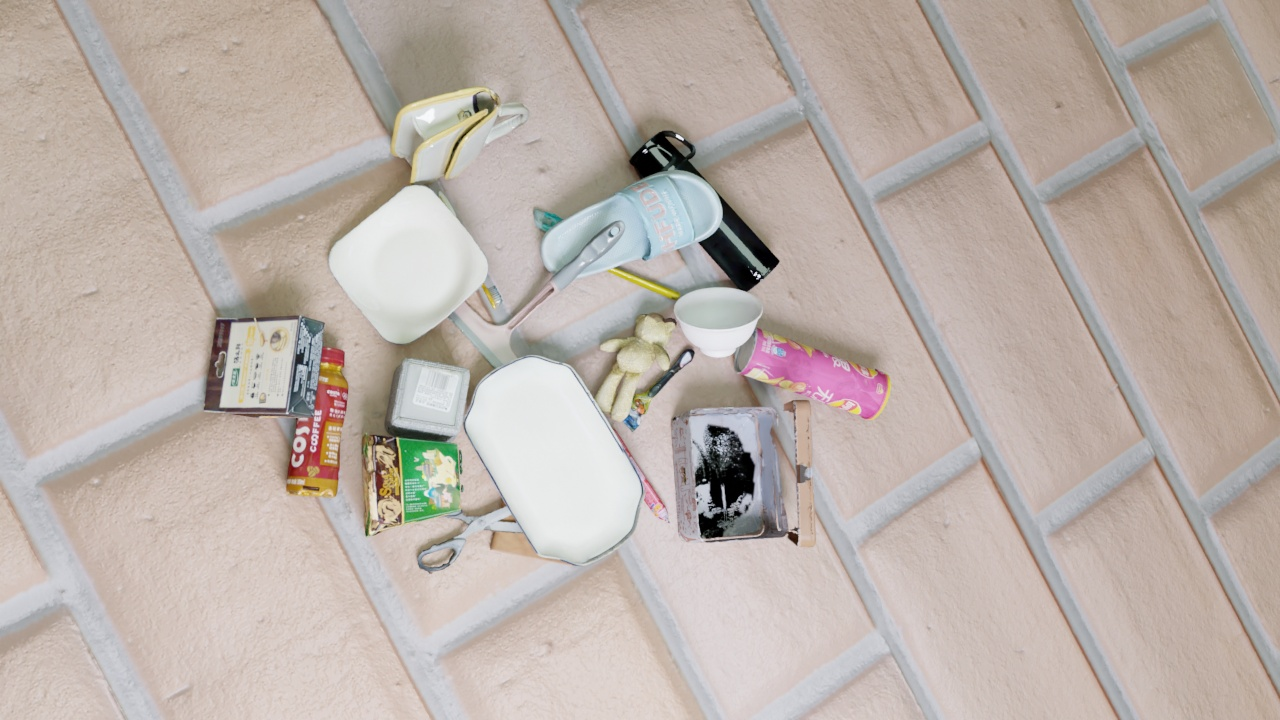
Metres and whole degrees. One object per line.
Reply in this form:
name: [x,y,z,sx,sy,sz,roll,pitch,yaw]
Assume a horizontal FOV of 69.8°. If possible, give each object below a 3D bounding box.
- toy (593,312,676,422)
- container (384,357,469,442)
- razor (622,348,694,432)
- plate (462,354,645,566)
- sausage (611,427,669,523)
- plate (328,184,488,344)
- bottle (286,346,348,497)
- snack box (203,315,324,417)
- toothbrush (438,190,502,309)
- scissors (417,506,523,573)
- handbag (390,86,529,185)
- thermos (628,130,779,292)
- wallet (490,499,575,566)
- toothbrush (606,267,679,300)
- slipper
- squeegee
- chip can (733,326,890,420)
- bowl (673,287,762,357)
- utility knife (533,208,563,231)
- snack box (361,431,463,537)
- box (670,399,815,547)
toy: [-0.007,0.007,1.203,0.157,0.105,0.066,-62,144,-19]
container: [-0.253,0.047,1.093,0.090,0.114,0.090,10,79,-15]
razor: [0.025,0.033,1.230,0.142,0.022,0.042,-44,97,-18]
plate: [-0.107,0.123,1.135,0.161,0.034,0.265,-31,86,-19]
sausage: [-0.006,0.150,1.204,0.020,0.020,0.156,-33,92,-19]
plate: [-0.283,-0.115,1.133,0.164,0.034,0.163,-39,82,-3]
bottle: [-0.378,0.072,1.081,0.057,0.057,0.174,6,80,-16]
snack box: [-0.432,0.008,1.058,0.126,0.053,0.113,-1,79,27]
toothbrush: [-0.215,-0.143,1.152,0.018,0.016,0.191,-25,67,-9]
scissors: [-0.202,0.201,1.124,0.175,0.014,0.159,34,79,1]
handbag: [-0.211,-0.280,1.131,0.178,0.164,0.063,-25,91,-20]
thermos: [0.095,-0.211,1.263,0.089,0.068,0.242,-43,95,-18]
wallet: [-0.124,0.201,1.161,0.115,0.020,0.101,14,80,-17]
toothbrush: [-0.033,-0.124,1.239,0.190,0.016,0.016,22,69,-13]
slipper: [-0.012,-0.174,1.187,0.245,0.074,0.104,-22,100,-4]
squeegee: [-0.112,-0.092,1.168,0.250,0.040,0.247,-41,95,11]
chip can: [0.237,0.018,1.270,0.210,0.071,0.071,19,77,-14]
bowl: [0.105,-0.044,1.235,0.118,0.118,0.065,-16,124,-19]
utility knife: [-0.072,-0.167,1.235,0.157,0.013,0.029,18,76,-14]
snack box: [-0.268,0.143,1.073,0.105,0.118,0.118,0,80,-21]
box: [0.145,0.145,1.159,0.156,0.193,0.183,-2,82,-16]
